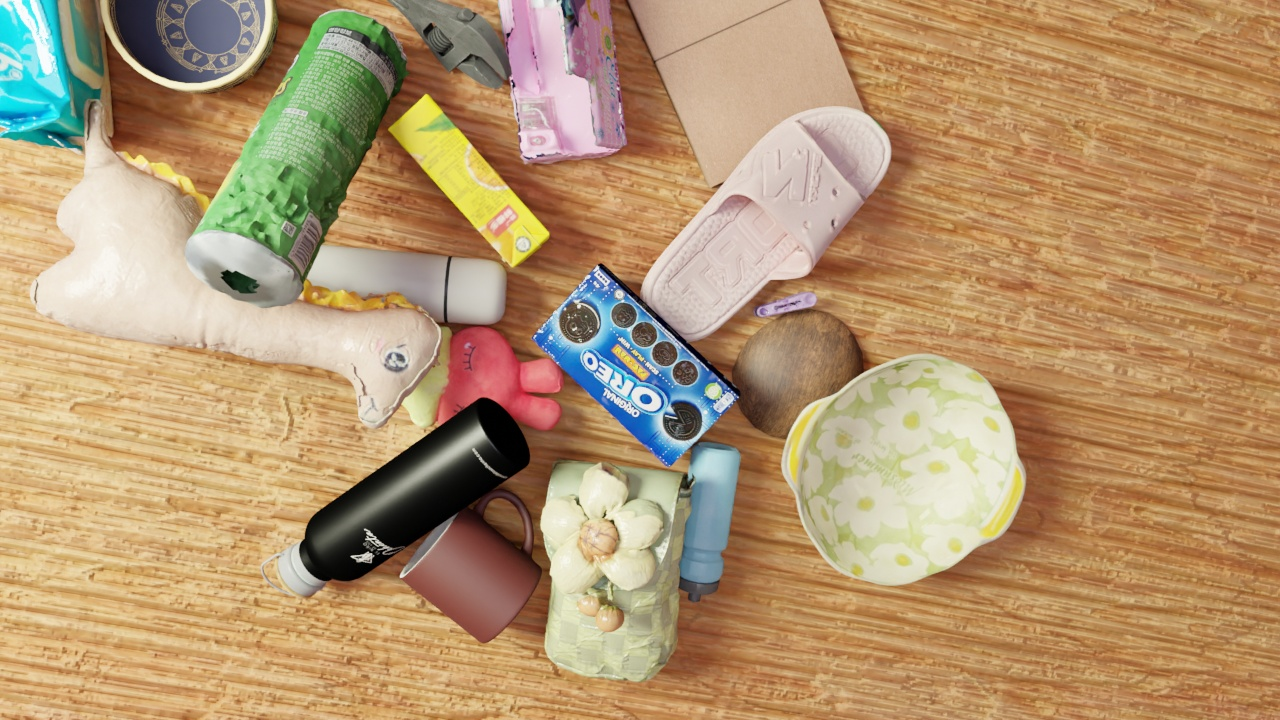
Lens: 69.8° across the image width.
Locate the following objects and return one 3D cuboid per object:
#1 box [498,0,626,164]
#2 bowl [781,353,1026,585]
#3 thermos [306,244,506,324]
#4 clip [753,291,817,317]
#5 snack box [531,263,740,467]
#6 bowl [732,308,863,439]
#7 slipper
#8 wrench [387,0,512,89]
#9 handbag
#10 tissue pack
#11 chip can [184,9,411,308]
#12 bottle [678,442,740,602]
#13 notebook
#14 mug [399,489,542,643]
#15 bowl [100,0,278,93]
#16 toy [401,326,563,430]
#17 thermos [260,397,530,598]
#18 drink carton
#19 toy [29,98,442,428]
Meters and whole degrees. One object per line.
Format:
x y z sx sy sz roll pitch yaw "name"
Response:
-0.061 -0.267 0.668 0.085 0.096 0.230 -7 96 -6 "box"
0.205 0.083 0.744 0.219 0.060 0.188 18 98 -16 "bowl"
-0.214 -0.059 0.692 0.224 0.052 0.052 4 95 -7 "thermos"
0.118 -0.045 0.747 0.053 0.036 0.013 -13 95 8 "clip"
-0.004 0.004 0.715 0.150 0.027 0.082 42 105 0 "snack box"
0.134 0.013 0.754 0.114 0.026 0.102 -34 98 -3 "bowl"
0.100 -0.107 0.715 0.239 0.064 0.094 -43 107 1 "slipper"
-0.206 -0.290 0.670 0.273 0.073 0.018 37 68 -3 "wrench"
-0.021 0.165 0.702 0.113 0.116 0.186 5 99 10 "handbag"
-0.412 -0.249 0.618 0.066 0.117 0.209 -5 96 -12 "tissue pack"
-0.223 -0.138 0.615 0.075 0.076 0.222 17 56 -8 "chip can"
0.053 0.134 0.750 0.040 0.040 0.130 8 95 -8 "bottle"
0.075 -0.263 0.729 0.141 0.008 0.209 -25 98 -4 "notebook"
-0.122 0.154 0.721 0.082 0.073 0.105 42 63 -9 "mug"
-0.314 -0.245 0.657 0.112 0.061 0.112 -1 96 -7 "bowl"
-0.125 0.020 0.714 0.135 0.045 0.092 13 97 -10 "toy"
-0.192 0.115 0.693 0.232 0.061 0.061 -34 99 13 "thermos"
-0.127 -0.131 0.693 0.043 0.058 0.134 -42 99 0 "drink carton"
-0.264 -0.062 0.629 0.264 0.065 0.196 8 85 -12 "toy"
